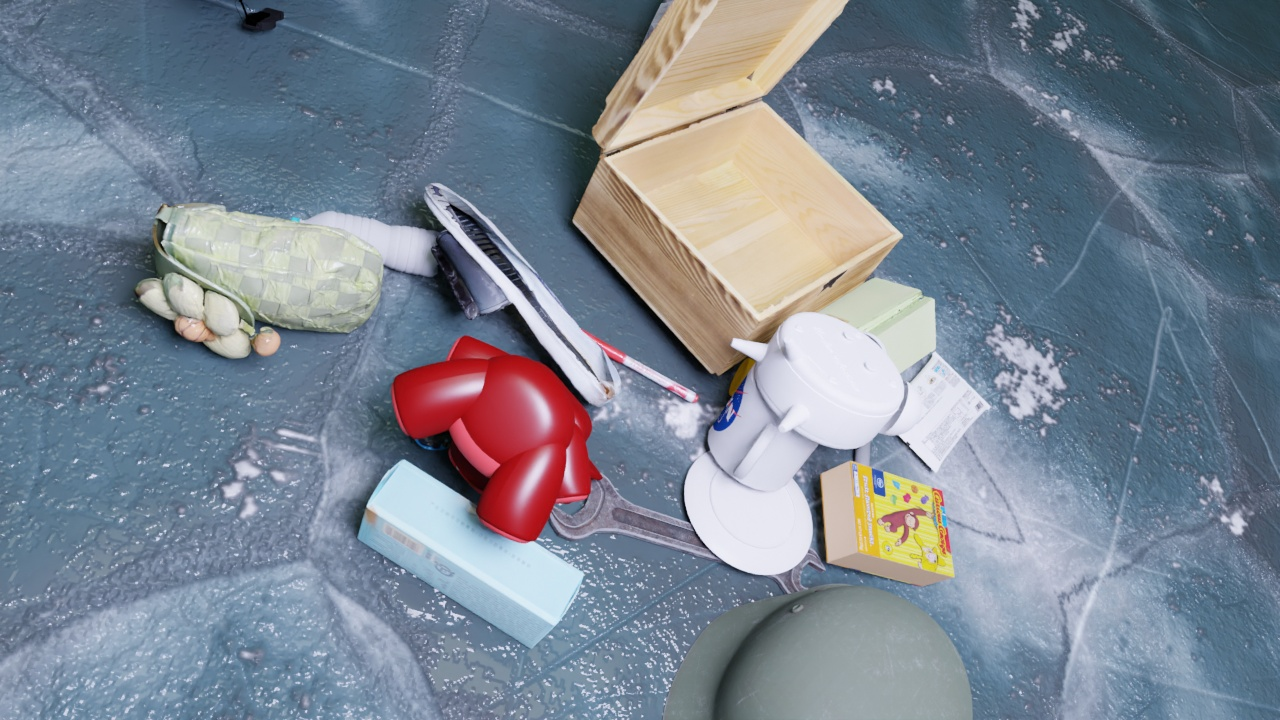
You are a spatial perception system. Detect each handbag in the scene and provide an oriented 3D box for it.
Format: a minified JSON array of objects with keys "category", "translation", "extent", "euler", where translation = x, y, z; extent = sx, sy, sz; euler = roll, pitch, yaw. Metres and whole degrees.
[{"category":"handbag","translation":[-0.312,-0.056,0.757],"extent":[0.186,0.113,0.116],"euler":[11,65,-18]}]

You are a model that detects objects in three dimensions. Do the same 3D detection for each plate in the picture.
[{"category":"plate","translation":[0.105,0.137,0.866],"extent":[0.134,0.011,0.134],"euler":[14,50,-17]}]

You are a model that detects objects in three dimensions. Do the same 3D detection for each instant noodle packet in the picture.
[{"category":"instant noodle packet","translation":[0.325,0.054,1.010],"extent":[0.087,0.026,0.134],"euler":[47,54,9]}]

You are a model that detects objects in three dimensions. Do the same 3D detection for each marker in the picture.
[{"category":"marker","translation":[-0.005,0.005,0.909],"extent":[0.142,0.013,0.012],"euler":[29,54,-4]},{"category":"marker","translation":[0.225,0.119,0.935],"extent":[0.016,0.016,0.140],"euler":[20,55,-11]}]

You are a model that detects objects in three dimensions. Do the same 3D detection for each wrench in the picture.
[{"category":"wrench","translation":[0.046,0.162,0.836],"extent":[0.273,0.010,0.069],"euler":[19,55,-12]}]

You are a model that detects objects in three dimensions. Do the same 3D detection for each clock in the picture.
[{"category":"clock","translation":[0.174,0.011,0.817],"extent":[0.160,0.073,0.125],"euler":[4,43,-31]}]

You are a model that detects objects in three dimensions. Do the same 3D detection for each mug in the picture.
[{"category":"mug","translation":[0.118,0.067,0.855],"extent":[0.091,0.090,0.121],"euler":[34,36,6]}]

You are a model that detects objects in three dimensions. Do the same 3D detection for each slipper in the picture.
[{"category":"slipper","translation":[-0.123,-0.054,0.852],"extent":[0.264,0.063,0.111],"euler":[47,13,-2]}]

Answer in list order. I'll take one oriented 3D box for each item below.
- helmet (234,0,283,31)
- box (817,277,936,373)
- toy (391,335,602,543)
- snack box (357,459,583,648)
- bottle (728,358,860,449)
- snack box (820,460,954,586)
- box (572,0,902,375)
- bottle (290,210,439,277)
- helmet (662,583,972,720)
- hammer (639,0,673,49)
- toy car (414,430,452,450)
[{"category":"helmet","translation":[-0.367,-0.467,0.876],"extent":[0.233,0.256,0.249],"euler":[34,52,-4]},{"category":"box","translation":[0.246,-0.019,1.020],"extent":[0.187,0.082,0.098],"euler":[-26,29,-32]},{"category":"toy","translation":[-0.100,0.054,0.734],"extent":[0.120,0.197,0.158],"euler":[-44,86,4]},{"category":"snack box","translation":[-0.136,0.154,0.724],"extent":[0.174,0.075,0.053],"euler":[33,53,-1]},{"category":"bottle","translation":[0.163,0.048,0.934],"extent":[0.143,0.043,0.043],"euler":[26,54,-6]},{"category":"snack box","translation":[0.237,0.158,0.881],"extent":[0.125,0.040,0.088],"euler":[19,56,-27]},{"category":"box","translation":[0.129,-0.229,0.895],"extent":[0.278,0.337,0.286],"euler":[-31,70,-38]},{"category":"bottle","translation":[-0.254,-0.110,0.853],"extent":[0.136,0.044,0.044],"euler":[9,58,-18]},{"category":"helmet","translation":[0.166,0.275,0.729],"extent":[0.267,0.154,0.227],"euler":[-30,75,-34]},{"category":"hammer","translation":[0.098,-0.471,1.050],"extent":[0.083,0.319,0.162],"euler":[25,54,-7]},{"category":"toy car","translation":[-0.158,0.048,0.805],"extent":[0.105,0.032,0.048],"euler":[-23,78,-45]}]
